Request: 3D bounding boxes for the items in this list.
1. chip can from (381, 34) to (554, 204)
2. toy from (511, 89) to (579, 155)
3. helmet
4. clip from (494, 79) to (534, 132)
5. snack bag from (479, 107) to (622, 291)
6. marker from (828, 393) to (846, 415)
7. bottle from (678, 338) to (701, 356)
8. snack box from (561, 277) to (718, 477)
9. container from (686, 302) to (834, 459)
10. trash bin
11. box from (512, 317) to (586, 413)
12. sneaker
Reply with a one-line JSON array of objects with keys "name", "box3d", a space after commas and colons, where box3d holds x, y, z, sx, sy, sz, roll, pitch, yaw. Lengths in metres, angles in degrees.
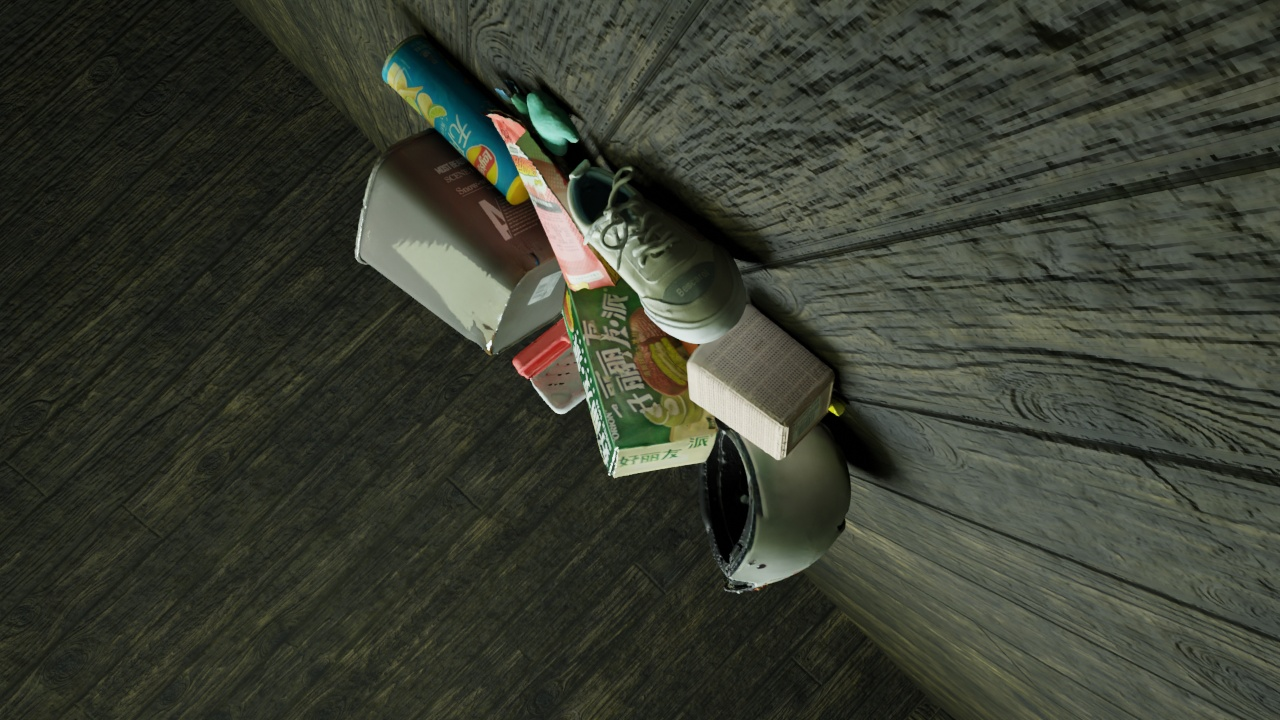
[{"name": "chip can", "box3d": [-0.195, -0.273, 1.040, 0.210, 0.071, 0.071, 44, 174, 5]}, {"name": "toy", "box3d": [-0.090, -0.225, 0.864, 0.096, 0.030, 0.092, 47, 172, 7]}, {"name": "helmet", "box3d": [0.155, 0.145, 1.056, 0.274, 0.157, 0.229, 93, 171, -76]}, {"name": "clip", "box3d": [-0.120, -0.255, 0.920, 0.058, 0.037, 0.026, 51, 170, -32]}, {"name": "snack bag", "box3d": [-0.090, -0.167, 0.955, 0.208, 0.073, 0.128, 58, 175, -38]}, {"name": "marker", "box3d": [0.169, 0.027, 0.932, 0.018, 0.015, 0.124, 53, 174, -30]}, {"name": "bottle", "box3d": [0.062, -0.041, 0.981, 0.149, 0.066, 0.067, 51, 176, 10]}, {"name": "snack box", "box3d": [-0.006, 0.006, 1.012, 0.063, 0.114, 0.239, 104, 154, -53]}, {"name": "container", "box3d": [0.115, 0.022, 0.862, 0.111, 0.090, 0.090, 38, 160, 25]}, {"name": "trash bin", "box3d": [-0.195, -0.147, 1.116, 0.220, 0.198, 0.199, 41, 136, 13]}, {"name": "box", "box3d": [-0.074, -0.020, 1.315, 0.100, 0.201, 0.094, 50, 179, 7]}, {"name": "sneaker", "box3d": [0.006, -0.107, 0.797, 0.242, 0.089, 0.091, 47, 174, 46]}]
